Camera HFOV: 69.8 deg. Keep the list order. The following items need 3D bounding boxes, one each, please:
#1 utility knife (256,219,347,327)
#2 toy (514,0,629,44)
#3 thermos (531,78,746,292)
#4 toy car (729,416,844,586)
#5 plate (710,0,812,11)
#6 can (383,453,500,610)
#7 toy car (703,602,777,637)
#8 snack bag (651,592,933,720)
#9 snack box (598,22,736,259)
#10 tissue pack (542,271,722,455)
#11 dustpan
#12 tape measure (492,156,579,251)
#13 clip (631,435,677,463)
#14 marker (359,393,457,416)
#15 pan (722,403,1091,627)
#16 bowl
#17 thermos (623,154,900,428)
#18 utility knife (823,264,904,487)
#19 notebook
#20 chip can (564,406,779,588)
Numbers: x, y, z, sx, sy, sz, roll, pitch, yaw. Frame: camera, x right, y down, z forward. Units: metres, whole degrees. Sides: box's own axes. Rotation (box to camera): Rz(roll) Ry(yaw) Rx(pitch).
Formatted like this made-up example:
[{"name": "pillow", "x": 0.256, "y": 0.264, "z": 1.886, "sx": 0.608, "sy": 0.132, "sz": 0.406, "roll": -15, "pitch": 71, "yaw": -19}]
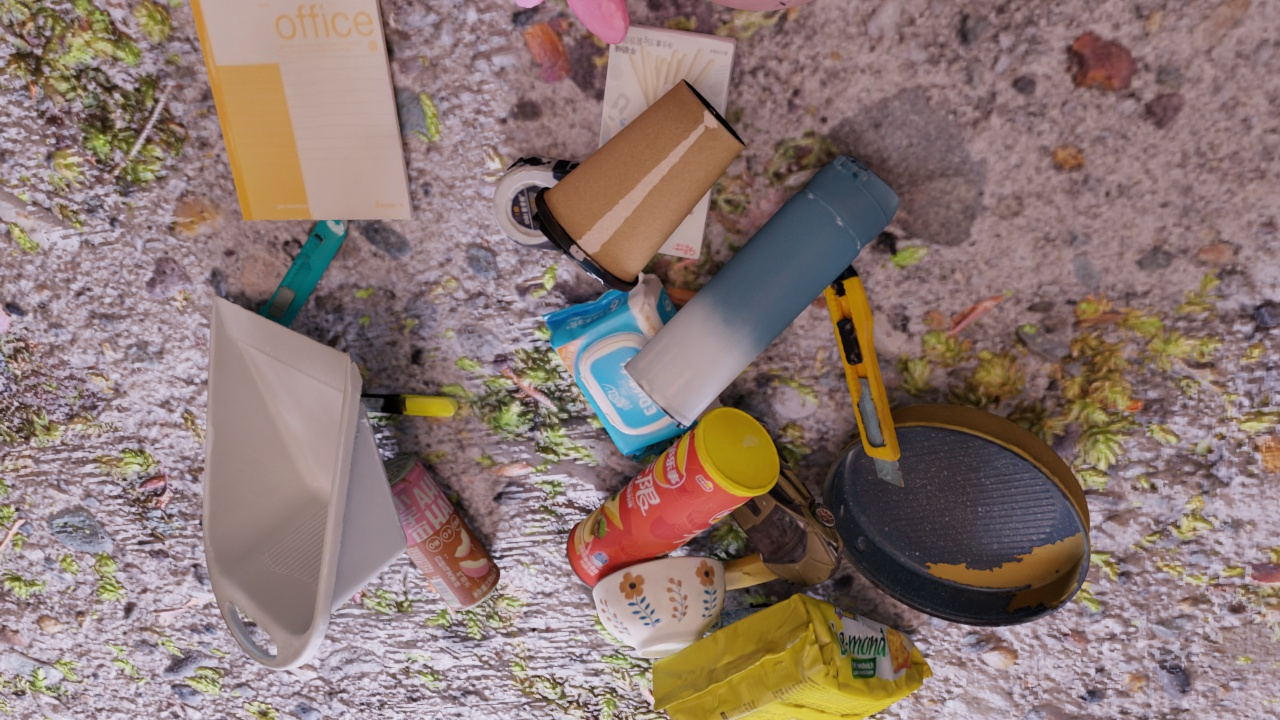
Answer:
[{"name": "utility knife", "x": -0.284, "y": -0.066, "z": 0.760, "sx": 0.029, "sy": 0.013, "sz": 0.161, "roll": 37, "pitch": 116, "yaw": -10}, {"name": "toy", "x": -0.029, "y": -0.290, "z": 0.533, "sx": 0.178, "sy": 0.074, "sz": 0.195, "roll": 36, "pitch": 130, "yaw": 43}, {"name": "thermos", "x": -0.002, "y": -0.115, "z": 0.617, "sx": 0.093, "sy": 0.093, "sz": 0.143, "roll": 43, "pitch": 108, "yaw": -13}, {"name": "toy car", "x": 0.099, "y": 0.110, "z": 0.732, "sx": 0.158, "sy": 0.042, "sz": 0.070, "roll": 52, "pitch": 127, "yaw": 24}, {"name": "plate", "x": 0.077, "y": -0.312, "z": 0.555, "sx": 0.192, "sy": 0.039, "sz": 0.193, "roll": 4, "pitch": 118, "yaw": 8}, {"name": "can", "x": -0.188, "y": 0.157, "z": 0.833, "sx": 0.058, "sy": 0.057, "sz": 0.147, "roll": -24, "pitch": 111, "yaw": 20}, {"name": "toy car", "x": 0.107, "y": 0.243, "z": 0.835, "sx": 0.121, "sy": 0.036, "sz": 0.054, "roll": -10, "pitch": 138, "yaw": 22}, {"name": "snack bag", "x": 0.133, "y": 0.274, "z": 0.775, "sx": 0.158, "sy": 0.068, "sz": 0.246, "roll": -33, "pitch": 141, "yaw": 23}, {"name": "snack box", "x": 0.014, "y": -0.154, "z": 0.655, "sx": 0.085, "sy": 0.026, "sz": 0.157, "roll": 10, "pitch": 118, "yaw": 4}, {"name": "tissue pack", "x": -0.004, "y": 0.004, "z": 0.719, "sx": 0.090, "sy": 0.063, "sz": 0.140, "roll": -23, "pitch": 111, "yaw": 20}, {"name": "dustpan", "x": -0.304, "y": 0.112, "z": 0.744, "sx": 0.223, "sy": 0.142, "sz": 0.258, "roll": 18, "pitch": 134, "yaw": 39}, {"name": "tape measure", "x": -0.076, "y": -0.118, "z": 0.685, "sx": 0.066, "sy": 0.033, "sz": 0.066, "roll": 9, "pitch": 116, "yaw": 3}, {"name": "clip", "x": 0.019, "y": 0.076, "z": 0.781, "sx": 0.057, "sy": 0.014, "sz": 0.046, "roll": -35, "pitch": 105, "yaw": 23}, {"name": "marker", "x": -0.219, "y": 0.037, "z": 0.803, "sx": 0.124, "sy": 0.015, "sz": 0.018, "roll": 2, "pitch": 117, "yaw": 12}, {"name": "pan", "x": 0.177, "y": 0.149, "z": 0.752, "sx": 0.358, "sy": 0.078, "sz": 0.198, "roll": -18, "pitch": 110, "yaw": 42}, {"name": "bowl", "x": 0.020, "y": 0.210, "z": 0.765, "sx": 0.113, "sy": 0.062, "sz": 0.114, "roll": -8, "pitch": 150, "yaw": -5}, {"name": "thermos", "x": 0.087, "y": -0.049, "z": 0.642, "sx": 0.220, "sy": 0.070, "sz": 0.070, "roll": -45, "pitch": 103, "yaw": 5}, {"name": "utility knife", "x": 0.164, "y": 0.009, "z": 0.674, "sx": 0.033, "sy": 0.015, "sz": 0.173, "roll": -19, "pitch": 81, "yaw": 44}, {"name": "notebook", "x": -0.252, "y": -0.204, "z": 0.680, "sx": 0.146, "sy": 0.010, "sz": 0.206, "roll": 1, "pitch": 115, "yaw": 9}, {"name": "chip can", "x": 0.018, "y": 0.117, "z": 0.737, "sx": 0.073, "sy": 0.073, "sz": 0.217, "roll": 36, "pitch": 135, "yaw": -10}]
